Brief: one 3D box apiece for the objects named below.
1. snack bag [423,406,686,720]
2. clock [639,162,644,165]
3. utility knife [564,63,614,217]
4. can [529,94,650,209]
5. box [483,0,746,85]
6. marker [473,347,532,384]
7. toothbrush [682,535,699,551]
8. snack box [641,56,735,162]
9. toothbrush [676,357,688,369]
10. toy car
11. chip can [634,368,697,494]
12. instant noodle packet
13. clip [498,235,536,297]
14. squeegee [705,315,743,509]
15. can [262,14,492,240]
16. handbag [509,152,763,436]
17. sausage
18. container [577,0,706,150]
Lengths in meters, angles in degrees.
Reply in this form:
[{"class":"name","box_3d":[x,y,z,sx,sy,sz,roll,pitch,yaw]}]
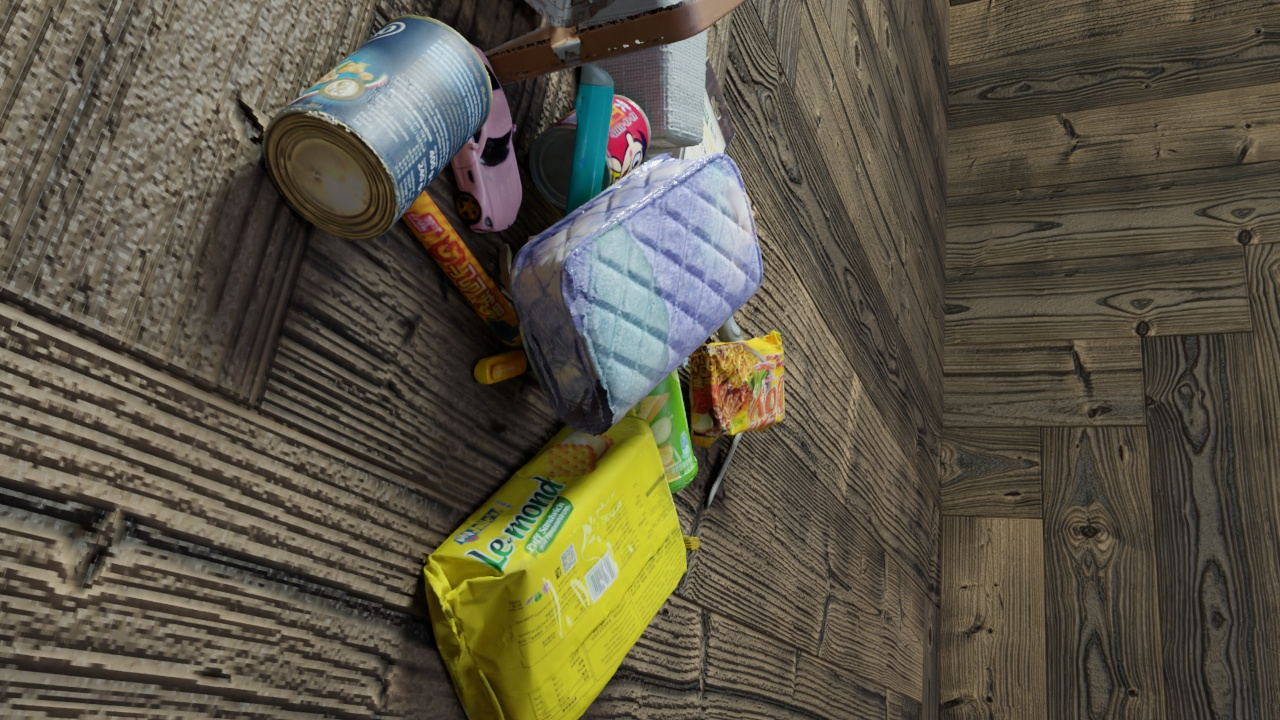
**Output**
[{"class":"snack bag","box_3d":[-0.046,0.147,0.641,0.245,0.068,0.158,-43,124,-51]},{"class":"clock","box_3d":[0.021,-0.098,0.811,0.117,0.060,0.158,-56,136,-40]},{"class":"utility knife","box_3d":[-0.044,-0.108,0.658,0.029,0.013,0.208,-5,122,-27]},{"class":"can","box_3d":[-0.036,-0.161,0.701,0.093,0.067,0.066,-55,136,-52]},{"class":"box","box_3d":[-0.024,-0.256,0.601,0.152,0.183,0.177,29,62,-50]},{"class":"marker","box_3d":[-0.079,-0.001,0.657,0.123,0.015,0.018,-21,111,-65]},{"class":"toothbrush","box_3d":[0.011,0.165,0.826,0.190,0.017,0.015,22,67,-62]},{"class":"snack box","box_3d":[0.047,-0.204,0.883,0.113,0.053,0.125,56,39,-57]},{"class":"toothbrush","box_3d":[0.061,-0.083,0.903,0.029,0.021,0.189,40,66,-64]},{"class":"toy car","box_3d":[-0.103,-0.143,0.597,0.056,0.037,0.122,-48,131,-53]},{"class":"chip can","box_3d":[-0.004,0.004,0.745,0.072,0.073,0.221,-41,124,-58]},{"class":"instant noodle packet","box_3d":[0.103,0.028,0.944,0.128,0.044,0.111,-8,102,-44]},{"class":"clip","box_3d":[-0.074,-0.040,0.638,0.083,0.035,0.104,19,65,-61]},{"class":"squeegee","box_3d":[0.097,-0.012,0.993,0.245,0.039,0.247,-55,135,-51]},{"class":"can","box_3d":[-0.135,-0.123,0.482,0.075,0.075,0.110,67,33,-36]},{"class":"handbag","box_3d":[0.003,-0.055,0.639,0.193,0.076,0.134,-40,123,-35]},{"class":"sausage","box_3d":[-0.114,-0.060,0.582,0.165,0.021,0.021,57,39,-46]},{"class":"container","box_3d":[0.004,-0.237,0.767,0.090,0.090,0.114,-14,103,-63]}]
